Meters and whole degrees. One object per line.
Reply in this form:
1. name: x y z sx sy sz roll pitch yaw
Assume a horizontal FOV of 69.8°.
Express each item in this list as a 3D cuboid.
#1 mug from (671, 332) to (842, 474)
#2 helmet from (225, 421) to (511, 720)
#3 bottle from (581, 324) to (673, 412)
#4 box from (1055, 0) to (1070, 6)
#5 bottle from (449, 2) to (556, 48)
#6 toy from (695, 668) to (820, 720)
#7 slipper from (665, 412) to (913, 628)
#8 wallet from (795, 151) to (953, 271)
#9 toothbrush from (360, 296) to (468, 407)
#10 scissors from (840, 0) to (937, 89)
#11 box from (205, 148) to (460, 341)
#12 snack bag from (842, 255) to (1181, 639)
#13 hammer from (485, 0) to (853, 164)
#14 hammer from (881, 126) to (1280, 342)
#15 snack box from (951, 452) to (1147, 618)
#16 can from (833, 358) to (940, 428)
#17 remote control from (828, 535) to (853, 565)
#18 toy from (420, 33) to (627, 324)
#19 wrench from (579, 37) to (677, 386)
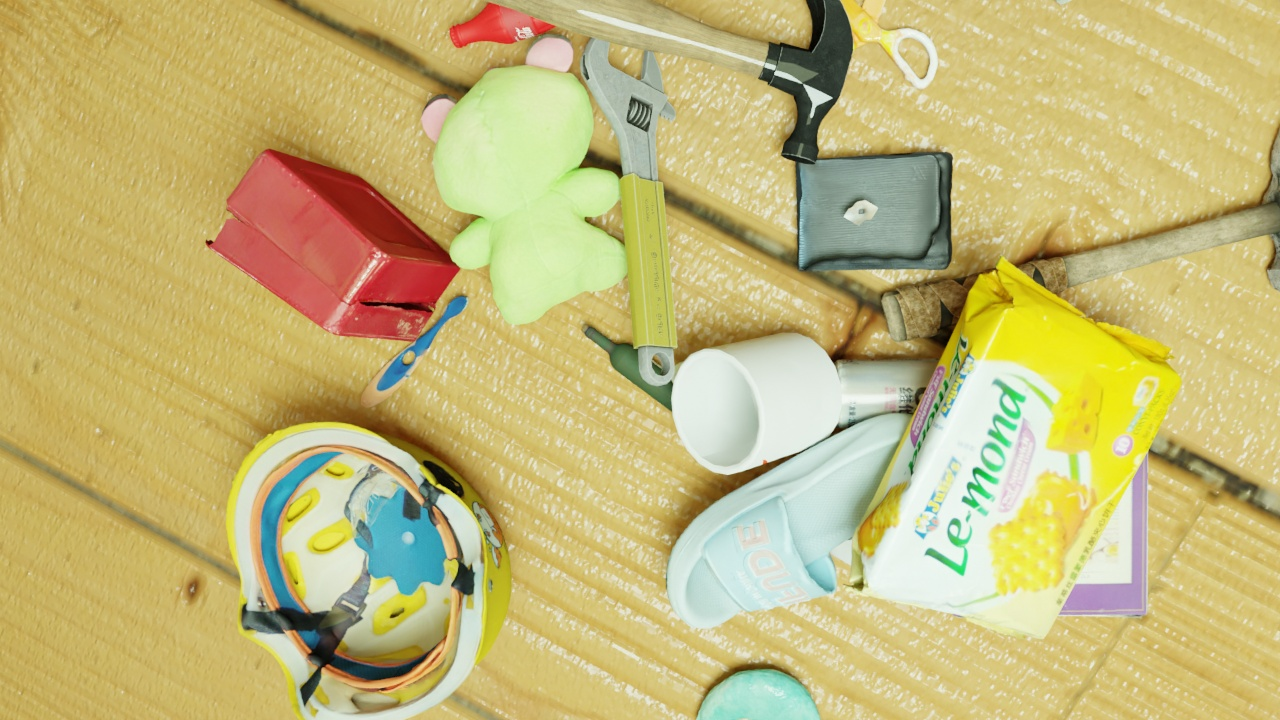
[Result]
1. mug: 0.076 0.025 0.694 0.121 0.090 0.091 29 120 41
2. helmet: -0.205 0.159 0.742 0.209 0.139 0.240 -36 79 11
3. bottle: -0.004 0.004 0.744 0.106 0.025 0.025 37 101 2
4. box: 0.362 -0.320 0.588 0.197 0.134 0.041 -44 80 12
5. bottle: -0.091 -0.269 0.712 0.119 0.036 0.036 -15 96 11
6. toy: 0.102 0.295 0.769 0.105 0.033 0.085 13 111 5
7. slipper: 0.124 0.130 0.691 0.246 0.074 0.104 -36 128 12
8. wallet: 0.176 -0.113 0.700 0.115 0.026 0.089 0 96 9
9. toothbrush: -0.191 -0.007 0.777 0.135 0.017 0.021 -44 86 14
10. scissors: 0.174 -0.246 0.690 0.128 0.011 0.125 21 102 3
11. box: -0.224 -0.082 0.696 0.129 0.157 0.092 39 95 5
12. snack bag: 0.253 0.069 0.634 0.159 0.068 0.247 21 100 -16
13. hammer: 0.001 -0.247 0.657 0.305 0.040 0.132 15 95 -7
14. hammer: 0.340 -0.074 0.676 0.319 0.049 0.121 -15 93 12
15. snack box: 0.309 0.122 0.708 0.143 0.040 0.148 -3 98 9
16. can: 0.214 0.025 0.701 0.136 0.054 0.054 0 98 9
17. remote control: 0.169 0.140 0.747 0.146 0.008 0.045 30 101 3
18. toy: -0.089 -0.131 0.702 0.150 0.107 0.197 -22 104 10
19. wrench: -0.001 -0.117 0.689 0.018 0.083 0.273 -13 79 53
